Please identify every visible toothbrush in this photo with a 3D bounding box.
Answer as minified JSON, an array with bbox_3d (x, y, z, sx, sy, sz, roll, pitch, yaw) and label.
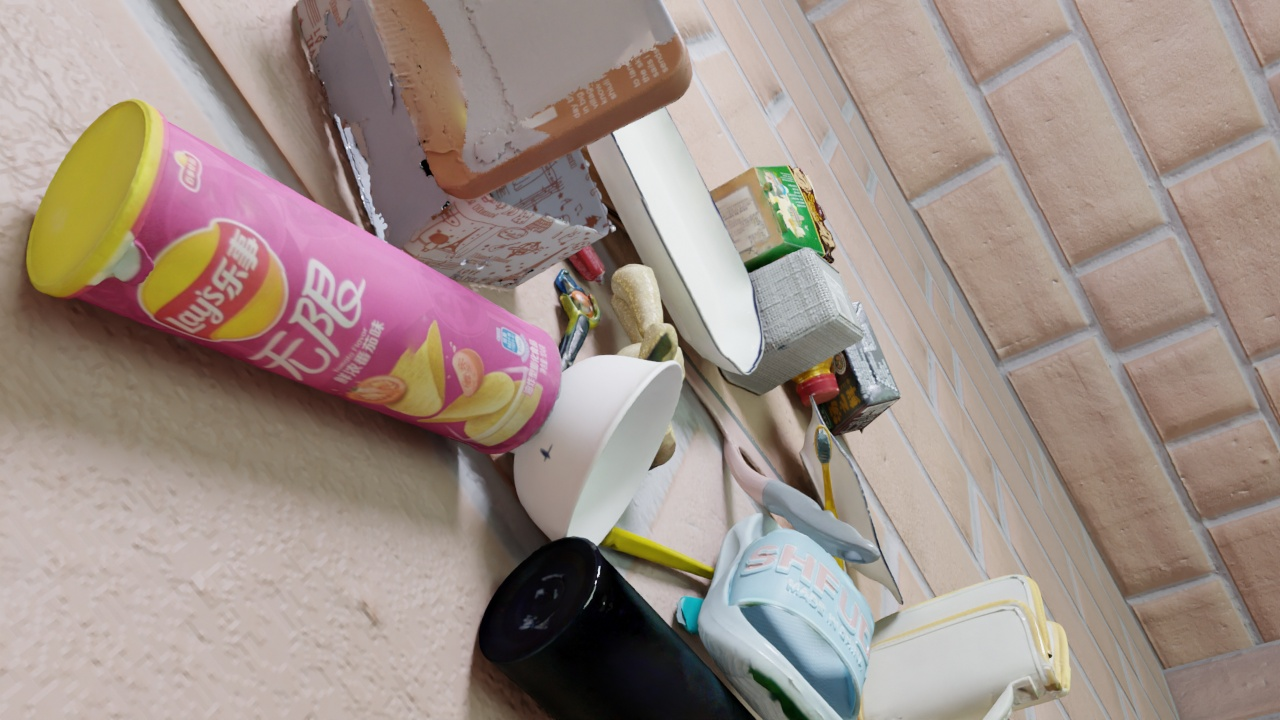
[{"bbox_3d":[0.033,0.137,0.592,0.190,0.016,0.016,34,44,-47],"label":"toothbrush"},{"bbox_3d":[0.158,0.145,0.751,0.018,0.016,0.191,-58,140,-73],"label":"toothbrush"}]

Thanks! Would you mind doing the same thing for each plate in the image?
[{"bbox_3d":[0.178,0.126,0.821,0.164,0.034,0.164,-100,166,-66],"label":"plate"},{"bbox_3d":[0.025,-0.108,0.724,0.266,0.034,0.161,62,24,-15],"label":"plate"}]

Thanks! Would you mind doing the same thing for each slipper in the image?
[{"bbox_3d":[0.095,0.147,0.552,0.104,0.074,0.245,49,11,-2],"label":"slipper"}]

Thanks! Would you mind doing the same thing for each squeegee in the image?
[{"bbox_3d":[0.097,0.089,0.669,0.247,0.040,0.249,52,-3,-24],"label":"squeegee"}]

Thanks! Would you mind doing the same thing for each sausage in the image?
[{"bbox_3d":[-0.070,-0.116,0.643,0.156,0.020,0.020,56,26,-15],"label":"sausage"}]

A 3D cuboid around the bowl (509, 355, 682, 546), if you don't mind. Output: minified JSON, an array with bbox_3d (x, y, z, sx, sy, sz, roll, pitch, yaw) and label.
[{"bbox_3d":[-0.034,0.040,0.484,0.065,0.118,0.118,28,20,14],"label":"bowl"}]

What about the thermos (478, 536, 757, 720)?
[{"bbox_3d":[0.022,0.196,0.448,0.242,0.069,0.089,51,27,-23],"label":"thermos"}]

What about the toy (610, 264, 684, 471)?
[{"bbox_3d":[-0.004,0.004,0.602,0.066,0.105,0.157,7,50,-8],"label":"toy"}]

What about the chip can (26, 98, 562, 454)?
[{"bbox_3d":[-0.124,-0.021,0.380,0.210,0.072,0.071,30,40,-49],"label":"chip can"}]

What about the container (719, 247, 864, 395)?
[{"bbox_3d":[0.130,-0.037,0.835,0.090,0.114,0.090,21,47,-56],"label":"container"}]

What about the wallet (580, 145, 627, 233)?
[{"bbox_3d":[-0.029,-0.157,0.765,0.115,0.020,0.101,23,44,-51],"label":"wallet"}]

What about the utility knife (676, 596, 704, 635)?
[{"bbox_3d":[0.066,0.179,0.616,0.157,0.013,0.029,30,40,-50],"label":"utility knife"}]

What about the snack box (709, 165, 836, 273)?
[{"bbox_3d":[0.106,-0.124,0.876,0.105,0.118,0.118,1,67,-59],"label":"snack box"}]

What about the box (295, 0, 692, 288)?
[{"bbox_3d":[-0.065,-0.166,0.493,0.156,0.193,0.183,3,63,-63],"label":"box"}]

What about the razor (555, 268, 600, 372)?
[{"bbox_3d":[-0.046,-0.011,0.581,0.042,0.022,0.142,49,28,-24],"label":"razor"}]

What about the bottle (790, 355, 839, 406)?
[{"bbox_3d":[0.158,-0.039,0.960,0.057,0.058,0.174,14,53,-58],"label":"bottle"}]

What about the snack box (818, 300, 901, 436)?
[{"bbox_3d":[0.221,0.015,0.991,0.126,0.053,0.113,115,-40,-64],"label":"snack box"}]

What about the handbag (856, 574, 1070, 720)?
[{"bbox_3d":[0.239,0.248,0.704,0.063,0.164,0.178,57,26,-7],"label":"handbag"}]
